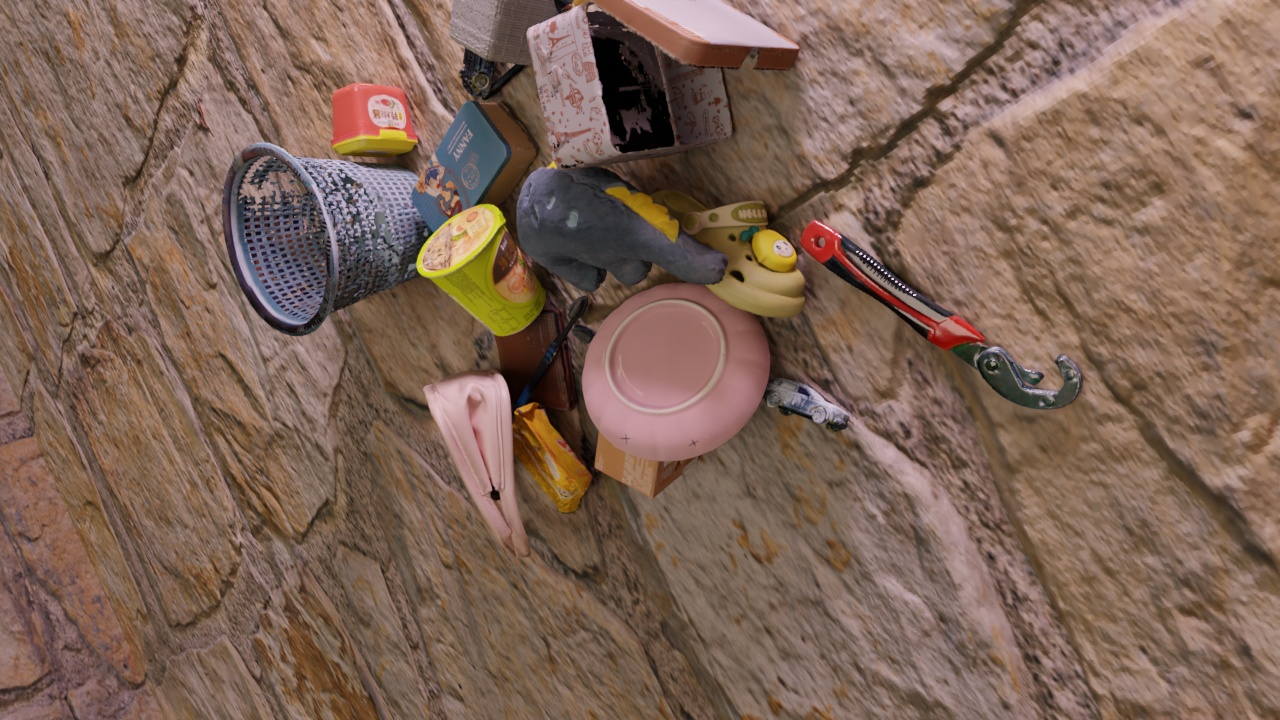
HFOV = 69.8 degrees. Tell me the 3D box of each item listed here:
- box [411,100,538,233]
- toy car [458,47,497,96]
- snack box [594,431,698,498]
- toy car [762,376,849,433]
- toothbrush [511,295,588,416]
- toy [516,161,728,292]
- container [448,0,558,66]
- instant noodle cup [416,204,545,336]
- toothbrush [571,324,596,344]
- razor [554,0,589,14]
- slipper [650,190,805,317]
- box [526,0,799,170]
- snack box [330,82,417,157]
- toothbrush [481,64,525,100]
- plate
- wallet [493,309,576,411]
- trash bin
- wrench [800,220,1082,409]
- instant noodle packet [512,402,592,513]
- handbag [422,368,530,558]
[{"bbox_3d":[-0.192,-0.221,1.067,0.090,0.061,0.185,52,131,12],"label":"box"},{"bbox_3d":[-0.178,-0.349,1.026,0.049,0.031,0.106,39,126,47],"label":"toy car"},{"bbox_3d":[0.012,0.073,0.968,0.077,0.094,0.093,24,123,27],"label":"snack box"},{"bbox_3d":[0.159,0.043,0.883,0.091,0.043,0.034,21,83,37],"label":"toy car"},{"bbox_3d":[-0.109,-0.002,1.068,0.014,0.016,0.190,44,120,18],"label":"toothbrush"},{"bbox_3d":[-0.055,-0.132,0.902,0.138,0.091,0.357,48,162,-28],"label":"toy"},{"bbox_3d":[-0.137,-0.371,0.942,0.090,0.090,0.114,39,123,35],"label":"container"},{"bbox_3d":[-0.171,-0.095,1.044,0.112,0.111,0.123,1,142,39],"label":"instant noodle cup"},{"bbox_3d":[-0.006,0.006,1.021,0.189,0.016,0.014,31,125,26],"label":"toothbrush"},{"bbox_3d":[-0.027,-0.380,0.839,0.167,0.067,0.062,-61,23,-7],"label":"razor"},{"bbox_3d":[0.083,-0.116,0.862,0.190,0.091,0.082,43,124,24],"label":"slipper"},{"bbox_3d":[0.032,-0.262,0.796,0.178,0.181,0.153,-2,104,43],"label":"box"},{"bbox_3d":[-0.334,-0.297,1.138,0.082,0.091,0.080,-4,95,39],"label":"snack box"},{"bbox_3d":[-0.119,-0.330,1.000,0.182,0.015,0.018,-24,97,40],"label":"toothbrush"},{"bbox_3d":[0.028,0.002,0.897,0.193,0.039,0.192,-8,64,16],"label":"plate"},{"bbox_3d":[-0.127,-0.001,1.107,0.101,0.032,0.124,1,106,36],"label":"wallet"},{"bbox_3d":[-0.370,-0.161,1.140,0.227,0.194,0.227,13,113,35],"label":"trash bin"},{"bbox_3d":[0.250,-0.041,0.797,0.273,0.016,0.056,37,125,24],"label":"wrench"},{"bbox_3d":[-0.109,0.119,1.108,0.128,0.044,0.111,52,155,15],"label":"instant noodle packet"},{"bbox_3d":[-0.182,0.128,1.100,0.193,0.093,0.234,-165,58,-76],"label":"handbag"}]
